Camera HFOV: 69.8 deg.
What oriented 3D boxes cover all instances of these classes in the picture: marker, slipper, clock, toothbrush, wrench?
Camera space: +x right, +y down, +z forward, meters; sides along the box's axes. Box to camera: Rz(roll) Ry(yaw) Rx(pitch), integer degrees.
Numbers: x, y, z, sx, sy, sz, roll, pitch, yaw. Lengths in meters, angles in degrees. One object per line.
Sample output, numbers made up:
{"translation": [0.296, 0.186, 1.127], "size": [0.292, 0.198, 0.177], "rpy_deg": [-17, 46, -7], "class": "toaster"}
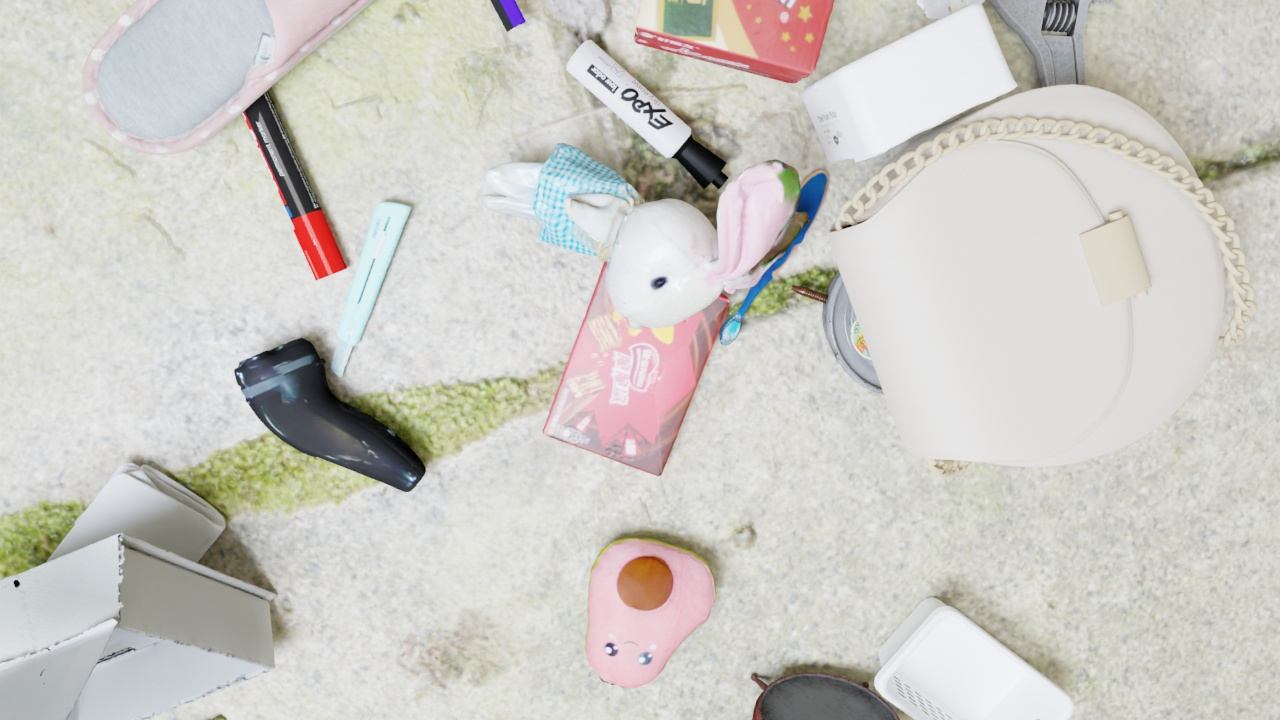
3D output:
{"translation": [0.007, -0.156, 0.595], "size": [0.126, 0.025, 0.025], "rpy_deg": [40, 98, -8], "class": "marker"}
{"translation": [-0.226, -0.236, 0.547], "size": [0.114, 0.054, 0.274], "rpy_deg": [42, 90, -7], "class": "slipper"}
{"translation": [0.127, 0.280, 0.621], "size": [0.120, 0.157, 0.072], "rpy_deg": [5, 107, -2], "class": "clock"}
{"translation": [-0.233, -0.124, 0.600], "size": [0.024, 0.021, 0.145], "rpy_deg": [-14, 103, 31], "class": "marker"}
{"translation": [0.089, -0.068, 0.619], "size": [0.021, 0.017, 0.135], "rpy_deg": [29, 100, -5], "class": "toothbrush"}
{"translation": [0.278, -0.152, 0.603], "size": [0.083, 0.018, 0.273], "rpy_deg": [-11, 102, 1], "class": "wrench"}
{"translation": [0.180, -0.019, 0.610], "size": [0.104, 0.056, 0.148], "rpy_deg": [-42, 98, 3], "class": "clock"}

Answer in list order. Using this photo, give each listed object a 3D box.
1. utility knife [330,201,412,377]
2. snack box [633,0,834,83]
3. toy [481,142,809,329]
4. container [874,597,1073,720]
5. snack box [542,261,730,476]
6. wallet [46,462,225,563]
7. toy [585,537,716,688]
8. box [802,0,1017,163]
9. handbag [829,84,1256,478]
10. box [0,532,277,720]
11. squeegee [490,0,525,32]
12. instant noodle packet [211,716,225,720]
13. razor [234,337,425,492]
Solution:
{"translation": [-0.186, -0.048, 0.621], "size": [0.022, 0.015, 0.129], "rpy_deg": [22, 104, -7], "class": "utility knife"}
{"translation": [0.078, -0.298, 0.549], "size": [0.113, 0.060, 0.236], "rpy_deg": [14, 101, -5], "class": "snack box"}
{"translation": [-0.009, -0.075, 0.561], "size": [0.205, 0.131, 0.105], "rpy_deg": [13, 85, 13], "class": "toy"}
{"translation": [0.235, 0.231, 0.666], "size": [0.129, 0.049, 0.081], "rpy_deg": [37, 99, -8], "class": "container"}
{"translation": [-0.004, 0.004, 0.630], "size": [0.089, 0.021, 0.133], "rpy_deg": [20, 100, -4], "class": "snack box"}
{"translation": [-0.359, 0.133, 0.649], "size": [0.086, 0.032, 0.116], "rpy_deg": [42, 97, -20], "class": "wallet"}
{"translation": [0.002, 0.181, 0.651], "size": [0.090, 0.051, 0.110], "rpy_deg": [16, 102, -3], "class": "toy"}
{"translation": [0.152, -0.204, 0.546], "size": [0.124, 0.108, 0.137], "rpy_deg": [-27, 102, 2], "class": "box"}
{"translation": [0.229, -0.047, 0.549], "size": [0.208, 0.103, 0.210], "rpy_deg": [-22, 96, -8], "class": "handbag"}
{"translation": [-0.349, 0.203, 0.491], "size": [0.167, 0.368, 0.150], "rpy_deg": [-22, 98, 4], "class": "box"}
{"translation": [-0.058, -0.354, 0.539], "size": [0.184, 0.055, 0.249], "rpy_deg": [-29, 101, -6], "class": "squeegee"}
{"translation": [-0.393, 0.381, 0.680], "size": [0.222, 0.084, 0.163], "rpy_deg": [-19, 100, 9], "class": "instant noodle packet"}
{"translation": [-0.204, 0.037, 0.620], "size": [0.140, 0.053, 0.063], "rpy_deg": [34, 90, -10], "class": "razor"}
